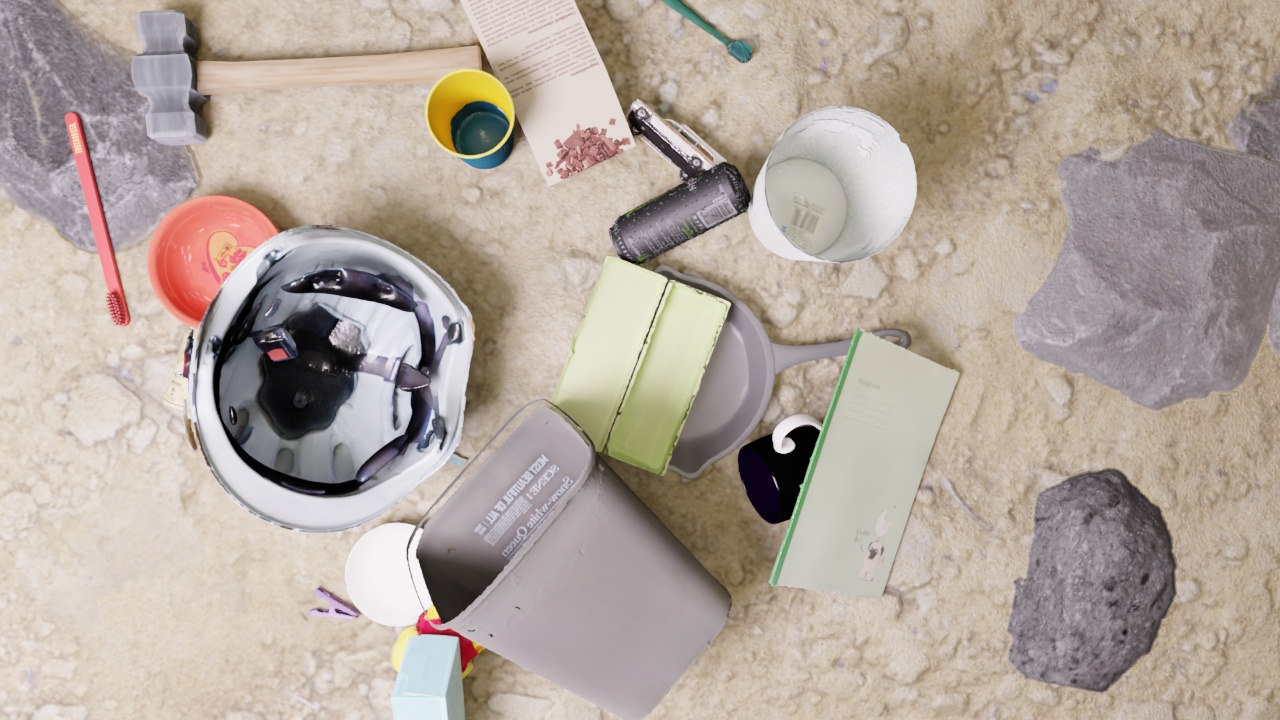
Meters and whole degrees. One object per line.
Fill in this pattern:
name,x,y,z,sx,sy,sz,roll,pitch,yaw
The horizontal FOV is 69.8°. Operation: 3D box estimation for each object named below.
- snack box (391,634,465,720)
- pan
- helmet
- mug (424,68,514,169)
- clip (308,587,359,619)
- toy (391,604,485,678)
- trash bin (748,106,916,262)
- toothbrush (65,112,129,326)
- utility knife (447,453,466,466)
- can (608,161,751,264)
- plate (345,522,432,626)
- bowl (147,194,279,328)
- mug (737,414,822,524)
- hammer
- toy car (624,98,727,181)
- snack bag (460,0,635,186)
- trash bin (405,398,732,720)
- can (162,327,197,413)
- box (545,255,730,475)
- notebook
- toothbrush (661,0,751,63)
snack box,-0.198,0.351,0.874,0.053,0.074,0.175,3,119,-1
pan,0.099,0.002,0.933,0.354,0.024,0.216,-8,93,-2
helmet,-0.288,0.021,0.831,0.236,0.164,0.263,20,74,-28
mug,-0.152,-0.219,0.861,0.078,0.121,0.078,0,93,-3
clip,-0.312,0.246,0.928,0.050,0.014,0.046,-11,90,0
toy,-0.180,0.274,0.908,0.137,0.067,0.106,-22,125,2
trash bin,0.166,-0.153,0.862,0.133,0.161,0.133,0,92,-3
toothbrush,-0.532,-0.137,0.895,0.012,0.018,0.212,-12,93,-3
utility knife,-0.257,0.067,0.923,0.177,0.016,0.022,26,67,-6
can,0.038,-0.141,0.892,0.138,0.053,0.054,-25,94,18
plate,-0.241,0.212,0.923,0.104,0.026,0.104,0,93,-3
bowl,-0.402,-0.092,0.890,0.130,0.045,0.130,0,92,-3
mug,0.160,0.094,0.902,0.100,0.085,0.119,-19,135,-18
hammer,-0.316,-0.279,0.889,0.322,0.051,0.117,-5,93,-6
toy car,0.036,-0.218,0.916,0.113,0.039,0.039,41,69,-3
snack bag,-0.091,-0.282,0.887,0.094,0.070,0.206,-25,94,-2
trash bin,-0.056,0.189,0.833,0.197,0.197,0.220,-48,116,-4
can,-0.435,0.009,0.897,0.038,0.038,0.079,20,91,-4
box,-0.005,0.005,0.902,0.137,0.024,0.187,19,92,-9
notebook,0.224,0.109,0.902,0.181,0.010,0.252,18,92,-39
toothbrush,0.035,-0.359,0.918,0.190,0.017,0.016,35,90,-4
